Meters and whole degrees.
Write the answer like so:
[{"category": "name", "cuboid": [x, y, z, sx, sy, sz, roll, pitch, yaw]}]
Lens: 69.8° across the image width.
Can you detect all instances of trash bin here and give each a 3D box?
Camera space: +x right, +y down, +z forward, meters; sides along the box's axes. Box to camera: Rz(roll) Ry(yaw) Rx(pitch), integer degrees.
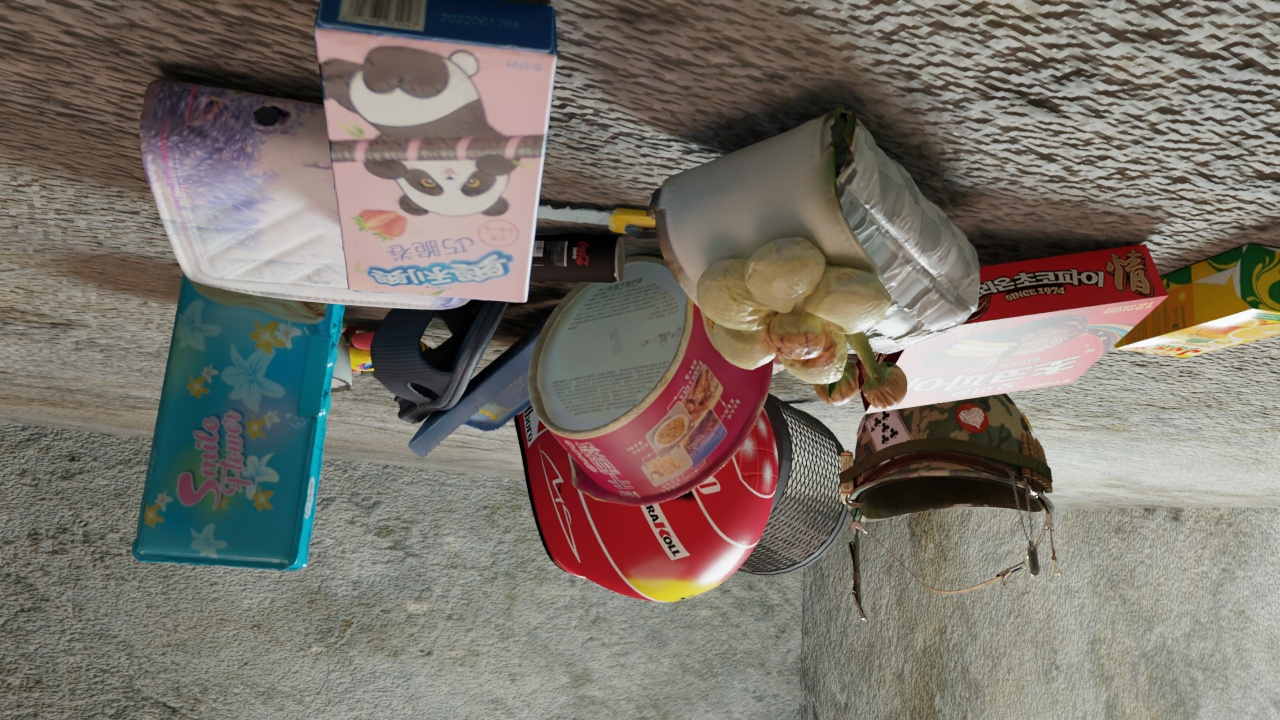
[{"category": "trash bin", "cuboid": [0.113, 0.131, 1.074, 0.218, 0.217, 0.227, -2, 163, 27]}]

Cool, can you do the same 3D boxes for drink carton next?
[{"category": "drink carton", "cuboid": [0.372, -0.035, 0.599, 0.058, 0.041, 0.123, 6, 168, -11]}]

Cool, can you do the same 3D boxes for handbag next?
[{"category": "handbag", "cuboid": [0.100, -0.040, 0.467, 0.113, 0.123, 0.171, -14, 154, 40]}, {"category": "handbag", "cuboid": [-0.161, -0.088, 0.478, 0.158, 0.069, 0.127, 6, 153, -12]}]

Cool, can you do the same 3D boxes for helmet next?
[{"category": "helmet", "cuboid": [0.016, 0.091, 0.884, 0.225, 0.270, 0.197, -27, 157, 25]}, {"category": "helmet", "cuboid": [0.293, 0.124, 0.889, 0.193, 0.236, 0.224, -8, 175, 26]}]

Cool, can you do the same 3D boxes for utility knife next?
[{"category": "utility knife", "cuboid": [0.013, -0.083, 0.562, 0.227, 0.019, 0.030, 8, 159, -3]}]

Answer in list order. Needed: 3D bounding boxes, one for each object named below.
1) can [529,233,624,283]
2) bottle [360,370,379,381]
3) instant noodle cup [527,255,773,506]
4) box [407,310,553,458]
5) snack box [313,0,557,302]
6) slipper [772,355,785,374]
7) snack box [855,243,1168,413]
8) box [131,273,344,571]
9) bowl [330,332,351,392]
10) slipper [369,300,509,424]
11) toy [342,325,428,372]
[{"category": "can", "cuboid": [-0.052, -0.067, 0.604, 0.080, 0.031, 0.031, 2, 168, 9]}, {"category": "bottle", "cuboid": [-0.250, 0.013, 1.013, 0.112, 0.047, 0.047, 7, 168, -13]}, {"category": "instant noodle cup", "cuboid": [-0.004, 0.004, 0.638, 0.179, 0.178, 0.077, -6, 149, 38]}, {"category": "box", "cuboid": [-0.117, 0.015, 0.813, 0.210, 0.047, 0.121, -36, 170, 34]}, {"category": "snack box", "cuboid": [-0.087, -0.084, 0.398, 0.088, 0.033, 0.154, 4, 146, -10]}, {"category": "slipper", "cuboid": [0.052, 0.002, 0.726, 0.240, 0.064, 0.094, -14, 177, 30]}, {"category": "snack box", "cuboid": [0.231, -0.016, 0.600, 0.152, 0.035, 0.133, -8, 156, -3]}, {"category": "box", "cuboid": [-0.239, 0.016, 0.587, 0.097, 0.226, 0.117, 5, 167, -6]}, {"category": "bowl", "cuboid": [-0.339, -0.017, 0.837, 0.153, 0.072, 0.153, 5, 168, 1]}, {"category": "slipper", "cuboid": [-0.184, -0.012, 0.782, 0.082, 0.101, 0.264, 33, 156, -14]}, {"category": "toy", "cuboid": [-0.256, -0.010, 0.913, 0.103, 0.046, 0.084, -2, 161, 13]}]
